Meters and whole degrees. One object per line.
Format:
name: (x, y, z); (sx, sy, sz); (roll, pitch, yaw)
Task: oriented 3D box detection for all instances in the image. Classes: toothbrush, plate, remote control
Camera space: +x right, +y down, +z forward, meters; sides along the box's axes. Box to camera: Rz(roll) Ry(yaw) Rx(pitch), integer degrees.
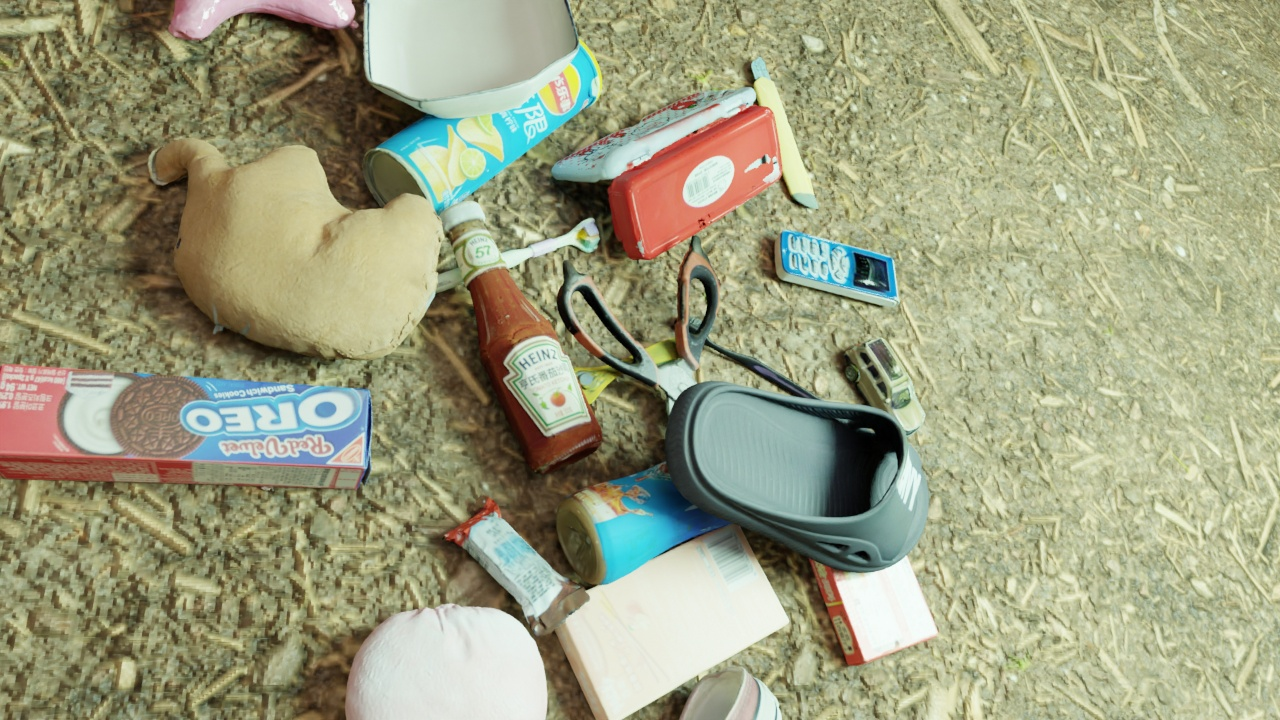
toothbrush: (0.111, 0.011, 0.771); (0.189, 0.014, 0.016); (29, 45, -8)
plate: (-0.137, -0.268, 0.737); (0.162, 0.034, 0.265); (-11, 47, -6)
toothbrush: (-0.113, -0.074, 0.713); (0.189, 0.029, 0.020); (-23, 34, -29)
remote control: (0.180, -0.083, 0.840); (0.125, 0.024, 0.049); (12, 61, -16)

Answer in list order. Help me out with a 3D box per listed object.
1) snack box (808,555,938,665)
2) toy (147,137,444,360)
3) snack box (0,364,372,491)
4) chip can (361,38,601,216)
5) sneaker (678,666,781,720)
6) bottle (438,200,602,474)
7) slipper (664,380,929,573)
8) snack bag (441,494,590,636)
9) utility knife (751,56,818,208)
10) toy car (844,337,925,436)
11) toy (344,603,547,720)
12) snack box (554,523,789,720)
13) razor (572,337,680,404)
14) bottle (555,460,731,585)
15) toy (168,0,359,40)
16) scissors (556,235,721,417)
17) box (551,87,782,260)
snack box: (0.170, 0.152, 0.718); (0.075, 0.026, 0.152); (-9, 70, -26)
toy: (-0.249, -0.080, 0.624); (0.226, 0.083, 0.143); (23, 65, -1)
snack box: (-0.272, 0.044, 0.563); (0.207, 0.058, 0.057); (5, 66, -21)
chip can: (-0.121, -0.188, 0.734); (0.071, 0.071, 0.209); (42, 57, 1)
sneaker: (0.008, 0.278, 0.541); (0.088, 0.119, 0.240); (47, 49, -17)
bottle: (-0.092, -0.020, 0.663); (0.059, 0.060, 0.206); (-19, 78, -30)
slipper: (0.136, 0.082, 0.635); (0.267, 0.084, 0.110); (21, 68, -36)
snack bag: (-0.084, 0.133, 0.606); (0.105, 0.026, 0.045); (40, 52, 19)
utility knife: (0.138, -0.226, 0.895); (0.030, 0.019, 0.178); (-3, 73, -29)
toy car: (0.214, 0.023, 0.796); (0.042, 0.035, 0.090); (-21, 78, -29)
toy: (-0.110, 0.225, 0.544); (0.121, 0.054, 0.159); (-3, 63, -23)
snack box: (0.022, 0.180, 0.640); (0.157, 0.026, 0.084); (-19, 73, -29)
razor: (-0.004, 0.004, 0.718); (0.132, 0.028, 0.043); (-20, 71, -32)
bottle: (0.046, 0.092, 0.660); (0.218, 0.065, 0.065); (-18, 74, -31)
toy: (-0.302, -0.313, 0.718); (0.178, 0.075, 0.194); (36, 60, -6)
scissors: (0.020, 0.003, 0.705); (0.188, 0.015, 0.224); (10, 75, -30)
box: (0.028, -0.168, 0.808); (0.200, 0.100, 0.095); (-35, 123, -34)
